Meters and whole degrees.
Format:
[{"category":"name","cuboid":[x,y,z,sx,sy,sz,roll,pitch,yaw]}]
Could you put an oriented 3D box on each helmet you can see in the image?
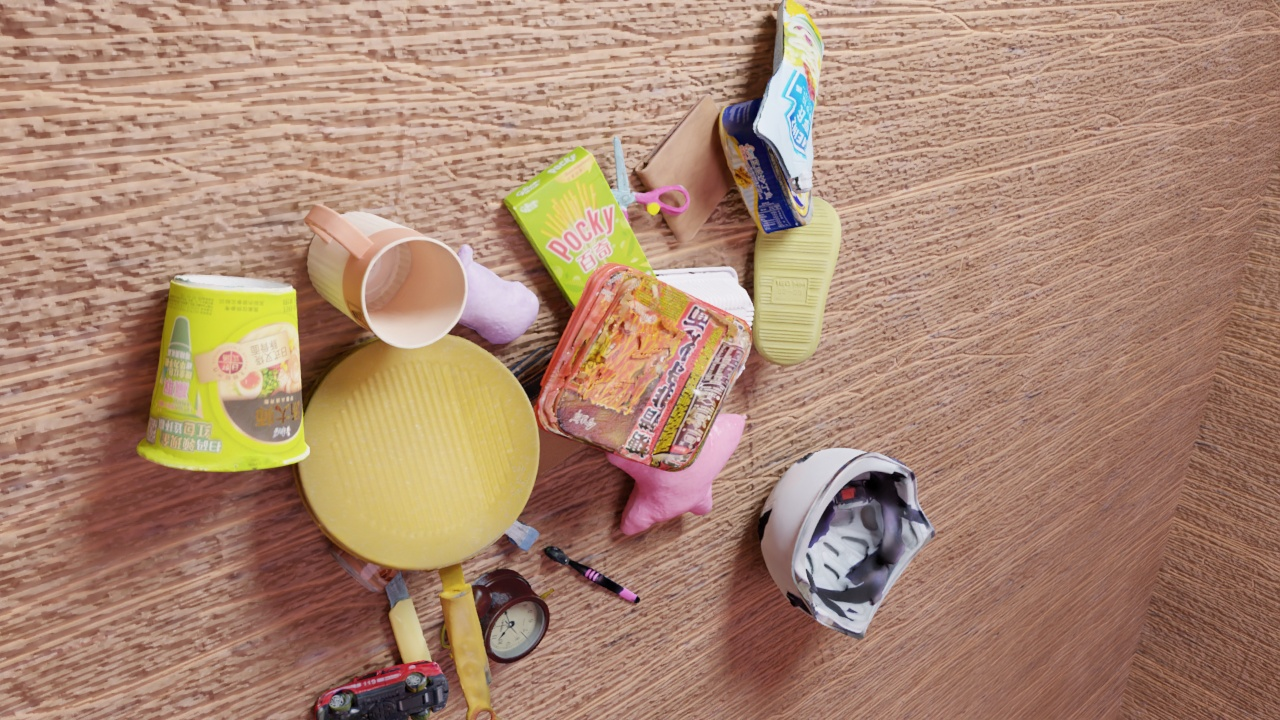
[{"category":"helmet","cuboid":[0.242,0.214,1.183,0.258,0.146,0.228,44,76,-36]}]

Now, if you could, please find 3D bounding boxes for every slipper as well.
[{"category":"slipper","cuboid":[0.171,-0.089,1.039,0.081,0.092,0.190,-31,129,-81]}]

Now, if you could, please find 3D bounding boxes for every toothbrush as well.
[{"category":"toothbrush","cuboid":[-0.047,0.243,1.023,0.014,0.018,0.189,-57,136,-10]}]

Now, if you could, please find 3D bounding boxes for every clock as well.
[{"category":"clock","cuboid":[-0.145,0.257,0.912,0.121,0.055,0.082,3,106,-41]}]

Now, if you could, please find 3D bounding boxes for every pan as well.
[{"category":"pan","cuboid":[-0.165,0.151,0.763,0.197,0.078,0.357,-15,91,-21]}]

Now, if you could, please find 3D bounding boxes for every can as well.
[{"category":"can","cuboid":[-0.209,0.141,0.799,0.116,0.058,0.058,-48,133,-16]},{"category":"can","cuboid":[0.131,-0.198,0.942,0.148,0.049,0.074,60,38,-34]}]

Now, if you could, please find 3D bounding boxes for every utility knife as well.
[{"category":"utility knife","cuboid":[-0.216,0.271,0.879,0.030,0.020,0.188,-31,133,-34]}]

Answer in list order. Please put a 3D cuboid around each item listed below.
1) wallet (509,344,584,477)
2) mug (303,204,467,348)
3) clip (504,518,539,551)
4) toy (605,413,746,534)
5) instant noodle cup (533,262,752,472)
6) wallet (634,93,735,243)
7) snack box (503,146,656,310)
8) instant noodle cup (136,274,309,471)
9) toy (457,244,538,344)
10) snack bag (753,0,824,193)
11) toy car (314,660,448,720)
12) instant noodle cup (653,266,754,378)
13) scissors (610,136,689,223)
[{"category":"wallet","cuboid":[-0.089,0.048,0.888,0.090,0.033,0.115,-35,130,-22]},{"category":"mug","cuboid":[-0.200,-0.072,0.678,0.081,0.106,0.114,-54,134,-11]},{"category":"clip","cuboid":[-0.129,0.165,0.912,0.027,0.045,0.058,-49,124,-10]},{"category":"toy","cuboid":[0.047,0.113,1.005,0.178,0.074,0.195,-28,136,-17]},{"category":"instant noodle cup","cuboid":[-0.005,0.005,0.845,0.188,0.079,0.164,22,97,-33]},{"category":"wallet","cuboid":[0.053,-0.191,0.920,0.115,0.020,0.101,-51,133,-17]},{"category":"snack box","cuboid":[-0.051,-0.109,0.842,0.085,0.026,0.156,-37,130,-8]},{"category":"instant noodle cup","cuboid":[-0.287,0.004,0.640,0.111,0.112,0.123,-1,102,-42]},{"category":"toy","cuboid":[-0.135,-0.046,0.798,0.084,0.039,0.108,-52,140,12]},{"category":"snack bag","cuboid":[0.150,-0.259,0.901,0.110,0.039,0.190,54,40,-50]},{"category":"toy car","cuboid":[-0.241,0.316,0.857,0.120,0.045,0.053,-10,118,-24]},{"category":"instant noodle cup","cuboid":[0.050,-0.024,0.963,0.173,0.060,0.138,-9,114,-41]},{"category":"scissors","cuboid":[-0.015,-0.145,0.871,0.133,0.017,0.131,10,115,-32]}]
